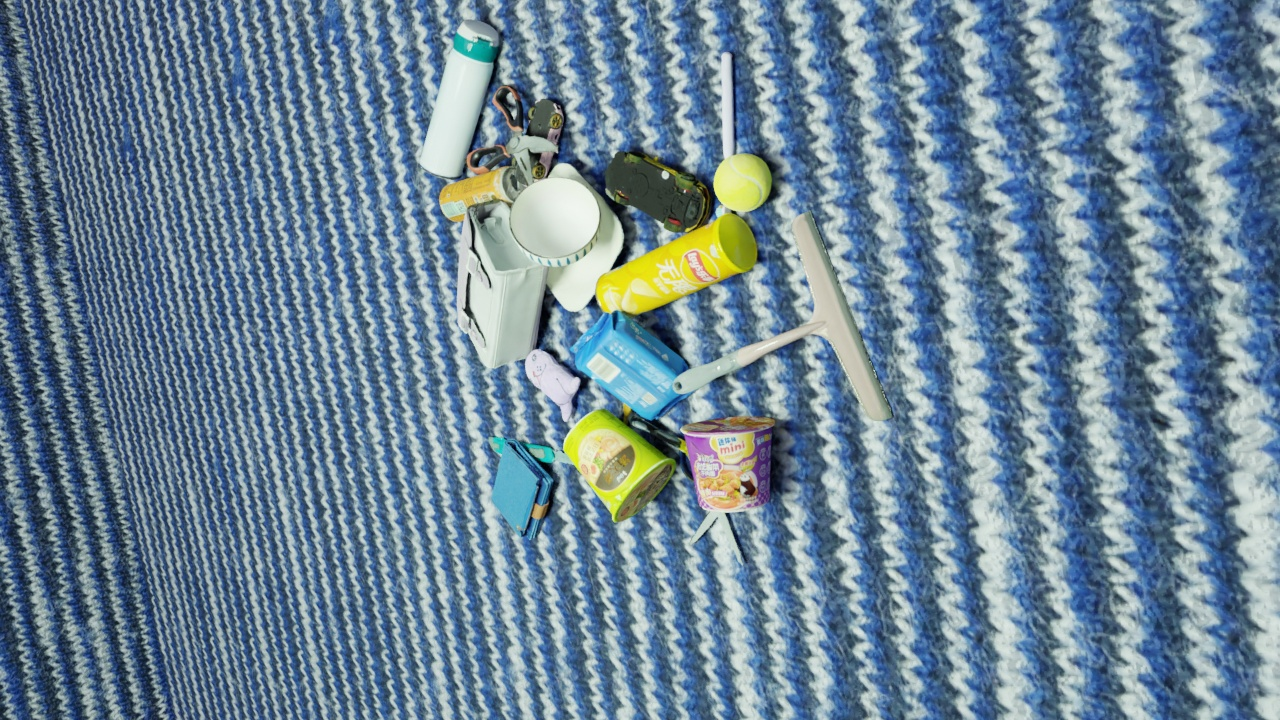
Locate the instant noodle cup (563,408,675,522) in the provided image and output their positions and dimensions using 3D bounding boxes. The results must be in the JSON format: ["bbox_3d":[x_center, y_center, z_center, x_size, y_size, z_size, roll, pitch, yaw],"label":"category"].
[{"bbox_3d":[-0.035,0.131,1.210,0.123,0.111,0.112,43,124,21],"label":"instant noodle cup"}]

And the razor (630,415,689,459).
[{"bbox_3d":[0.042,0.106,1.187,0.143,0.022,0.043,27,109,33],"label":"razor"}]

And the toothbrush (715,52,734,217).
[{"bbox_3d":[0.100,-0.262,1.074,0.021,0.029,0.189,0,100,0],"label":"toothbrush"}]

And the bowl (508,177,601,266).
[{"bbox_3d":[-0.107,-0.170,1.183,0.116,0.116,0.066,57,171,17],"label":"bowl"}]

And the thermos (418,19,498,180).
[{"bbox_3d":[-0.263,-0.380,1.336,0.073,0.073,0.225,41,123,27],"label":"thermos"}]

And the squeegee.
[{"bbox_3d":[0.129,-0.007,1.066,0.250,0.040,0.247,-25,83,33],"label":"squeegee"}]

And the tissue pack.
[{"bbox_3d":[-0.007,0.007,1.179,0.157,0.052,0.095,38,127,-12],"label":"tissue pack"}]

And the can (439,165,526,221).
[{"bbox_3d":[-0.229,-0.242,1.339,0.146,0.058,0.058,-5,96,42],"label":"can"}]

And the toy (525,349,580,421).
[{"bbox_3d":[-0.128,0.029,1.325,0.108,0.038,0.084,39,131,27],"label":"toy"}]

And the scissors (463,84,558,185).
[{"bbox_3d":[-0.178,-0.302,1.259,0.227,0.015,0.188,-7,70,44],"label":"scissors"}]

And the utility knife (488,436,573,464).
[{"bbox_3d":[-0.159,0.139,1.392,0.223,0.013,0.029,4,105,41],"label":"utility knife"}]

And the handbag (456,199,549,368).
[{"bbox_3d":[-0.206,-0.107,1.301,0.145,0.098,0.197,57,148,31],"label":"handbag"}]

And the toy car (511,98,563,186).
[{"bbox_3d":[-0.138,-0.298,1.264,0.056,0.037,0.122,30,105,36],"label":"toy car"}]

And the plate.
[{"bbox_3d":[-0.088,-0.168,1.249,0.163,0.034,0.165,52,128,20],"label":"plate"}]

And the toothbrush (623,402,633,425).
[{"bbox_3d":[-0.023,0.132,1.273,0.016,0.018,0.192,24,117,38],"label":"toothbrush"}]

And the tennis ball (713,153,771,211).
[{"bbox_3d":[0.116,-0.202,1.041,0.066,0.065,0.065,10,106,39],"label":"tennis ball"}]

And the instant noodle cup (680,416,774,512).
[{"bbox_3d":[0.107,0.123,1.086,0.112,0.111,0.099,-3,94,42],"label":"instant noodle cup"}]

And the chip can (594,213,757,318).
[{"bbox_3d":[0.040,-0.110,1.126,0.214,0.071,0.072,-21,86,43],"label":"chip can"}]

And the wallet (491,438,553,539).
[{"bbox_3d":[-0.183,0.199,1.409,0.106,0.040,0.133,42,133,29],"label":"wallet"}]

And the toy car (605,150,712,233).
[{"bbox_3d":[0.020,-0.213,1.138,0.156,0.041,0.071,31,118,31],"label":"toy car"}]

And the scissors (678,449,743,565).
[{"bbox_3d":[0.103,0.178,1.171,0.163,0.012,0.173,-33,76,40],"label":"scissors"}]
